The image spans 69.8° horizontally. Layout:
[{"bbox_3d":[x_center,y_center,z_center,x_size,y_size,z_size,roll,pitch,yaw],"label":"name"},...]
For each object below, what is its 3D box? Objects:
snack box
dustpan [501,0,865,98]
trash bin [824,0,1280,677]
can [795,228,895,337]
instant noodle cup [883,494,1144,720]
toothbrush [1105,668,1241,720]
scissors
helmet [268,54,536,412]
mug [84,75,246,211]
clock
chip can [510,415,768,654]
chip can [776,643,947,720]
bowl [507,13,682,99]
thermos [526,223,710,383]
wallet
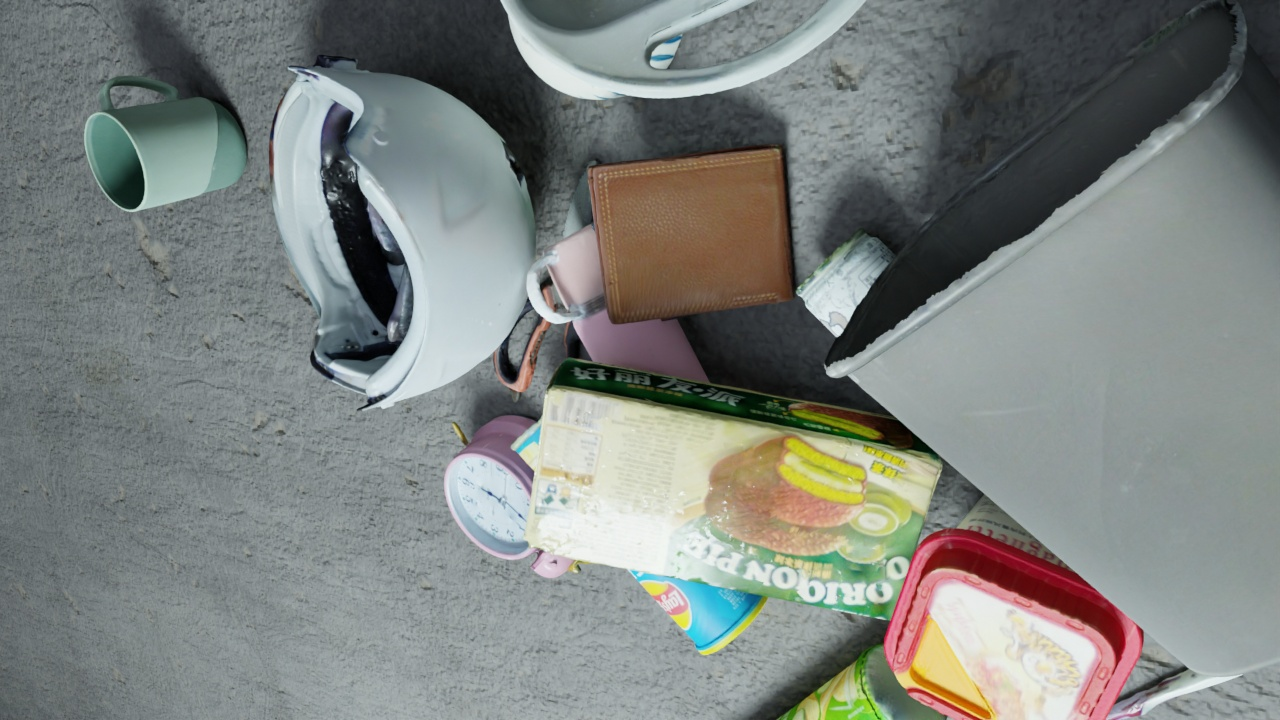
[{"bbox_3d":[0.054,0.079,0.579,0.240,0.063,0.115,10,109,2],"label":"snack box"},{"bbox_3d":[0.010,-0.260,0.428,0.223,0.142,0.258,-21,107,11],"label":"dustpan"},{"bbox_3d":[0.240,-0.005,0.410,0.220,0.198,0.200,46,131,-2],"label":"trash bin"},{"bbox_3d":[0.161,-0.007,0.535,0.146,0.058,0.058,46,129,7],"label":"can"},{"bbox_3d":[0.216,0.137,0.524,0.116,0.123,0.117,23,122,25],"label":"instant noodle cup"},{"bbox_3d":[0.313,0.214,0.566,0.017,0.016,0.188,41,128,1],"label":"toothbrush"},{"bbox_3d":[-0.050,-0.038,0.692,0.198,0.015,0.213,-13,103,37],"label":"scissors"},{"bbox_3d":[-0.161,-0.096,0.650,0.259,0.145,0.229,34,127,49],"label":"helmet"},{"bbox_3d":[-0.417,-0.196,0.804,0.082,0.106,0.112,-18,101,39],"label":"mug"},{"bbox_3d":[-0.093,0.117,0.764,0.158,0.059,0.117,24,123,21],"label":"clock"},{"bbox_3d":[-0.001,0.117,0.684,0.210,0.071,0.071,47,129,1],"label":"chip can"},{"bbox_3d":[0.134,0.289,0.685,0.072,0.072,0.222,43,129,10],"label":"chip can"},{"bbox_3d":[-0.037,-0.217,0.565,0.117,0.066,0.117,14,119,28],"label":"bowl"},{"bbox_3d":[-0.004,0.004,0.627,0.067,0.087,0.198,-13,109,54],"label":"thermos"},{"bbox_3d":[0.033,-0.078,0.573,0.124,0.032,0.101,-8,107,-2],"label":"wallet"}]
